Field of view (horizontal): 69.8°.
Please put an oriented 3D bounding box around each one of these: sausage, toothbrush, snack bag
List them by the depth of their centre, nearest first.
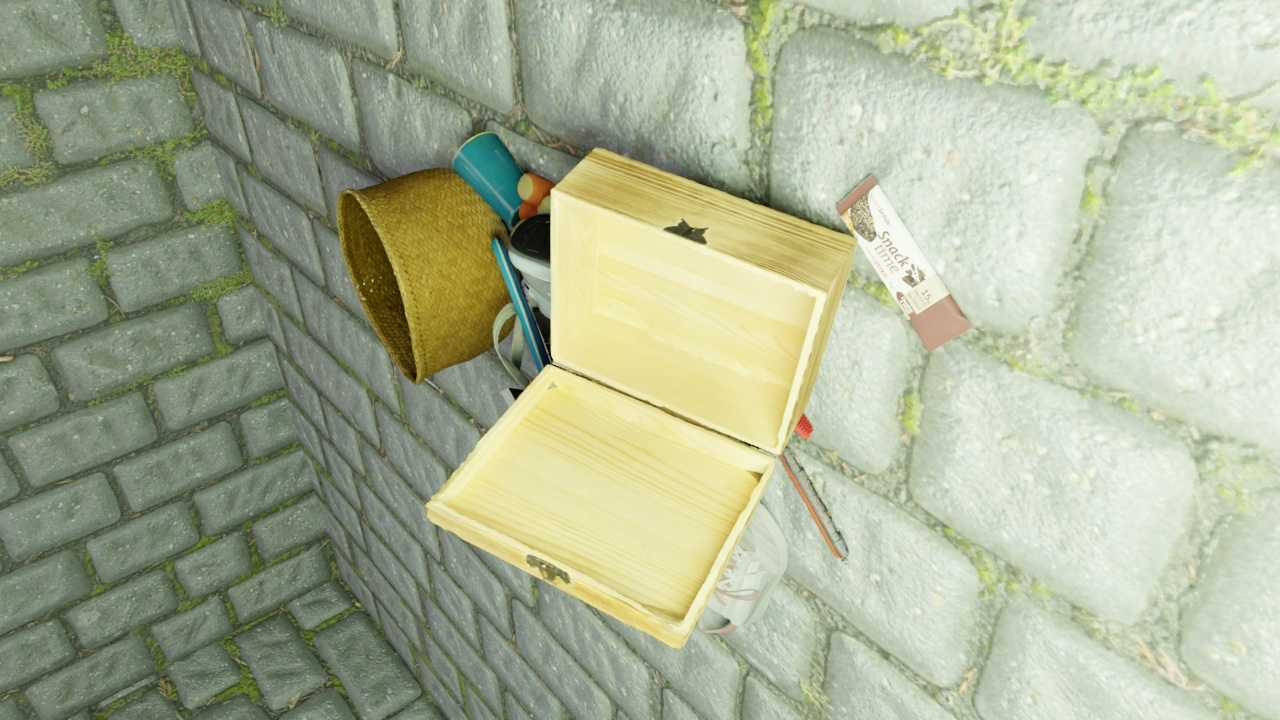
[{"bbox_3d":[0.229,-0.084,0.810,0.158,0.013,0.057,60,147,7],"label":"snack bag"},{"bbox_3d":[0.124,0.001,1.029,0.212,0.012,0.018,53,147,18],"label":"toothbrush"},{"bbox_3d":[0.195,0.160,1.032,0.155,0.020,0.020,61,149,5],"label":"sausage"}]

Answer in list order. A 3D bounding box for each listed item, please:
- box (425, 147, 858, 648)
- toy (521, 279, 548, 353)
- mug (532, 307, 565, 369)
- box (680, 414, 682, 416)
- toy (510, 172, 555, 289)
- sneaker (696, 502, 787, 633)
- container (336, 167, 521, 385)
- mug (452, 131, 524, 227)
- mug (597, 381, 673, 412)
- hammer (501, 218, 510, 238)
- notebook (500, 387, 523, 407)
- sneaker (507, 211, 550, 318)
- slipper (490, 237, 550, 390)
[{"bbox_3d":[-0.005,0.036,0.863,0.279,0.335,0.287,21,140,15],"label":"box"},{"bbox_3d":[-0.146,-0.062,1.332,0.079,0.038,0.122,-22,89,66],"label":"toy"},{"bbox_3d":[-0.087,-0.040,1.248,0.114,0.078,0.088,-3,109,58],"label":"mug"},{"bbox_3d":[0.027,0.152,1.240,0.117,0.050,0.206,46,144,33],"label":"box"},{"bbox_3d":[-0.120,-0.157,1.212,0.112,0.096,0.176,45,155,37],"label":"toy"},{"bbox_3d":[0.114,0.274,1.166,0.099,0.089,0.237,40,141,34],"label":"sneaker"},{"bbox_3d":[-0.317,-0.143,1.395,0.307,0.196,0.308,44,148,37],"label":"container"},{"bbox_3d":[-0.192,-0.246,1.268,0.121,0.078,0.078,50,146,14],"label":"mug"},{"bbox_3d":[-0.007,0.007,1.155,0.110,0.096,0.123,19,112,35],"label":"mug"},{"bbox_3d":[-0.157,-0.102,1.372,0.325,0.015,0.095,63,149,4],"label":"hammer"},{"bbox_3d":[-0.143,0.140,1.435,0.209,0.022,0.171,61,-177,6],"label":"notebook"},{"bbox_3d":[-0.034,-0.083,1.108,0.257,0.092,0.161,17,146,23],"label":"sneaker"},{"bbox_3d":[-0.164,-0.025,1.255,0.118,0.060,0.295,76,174,-84],"label":"slipper"}]
